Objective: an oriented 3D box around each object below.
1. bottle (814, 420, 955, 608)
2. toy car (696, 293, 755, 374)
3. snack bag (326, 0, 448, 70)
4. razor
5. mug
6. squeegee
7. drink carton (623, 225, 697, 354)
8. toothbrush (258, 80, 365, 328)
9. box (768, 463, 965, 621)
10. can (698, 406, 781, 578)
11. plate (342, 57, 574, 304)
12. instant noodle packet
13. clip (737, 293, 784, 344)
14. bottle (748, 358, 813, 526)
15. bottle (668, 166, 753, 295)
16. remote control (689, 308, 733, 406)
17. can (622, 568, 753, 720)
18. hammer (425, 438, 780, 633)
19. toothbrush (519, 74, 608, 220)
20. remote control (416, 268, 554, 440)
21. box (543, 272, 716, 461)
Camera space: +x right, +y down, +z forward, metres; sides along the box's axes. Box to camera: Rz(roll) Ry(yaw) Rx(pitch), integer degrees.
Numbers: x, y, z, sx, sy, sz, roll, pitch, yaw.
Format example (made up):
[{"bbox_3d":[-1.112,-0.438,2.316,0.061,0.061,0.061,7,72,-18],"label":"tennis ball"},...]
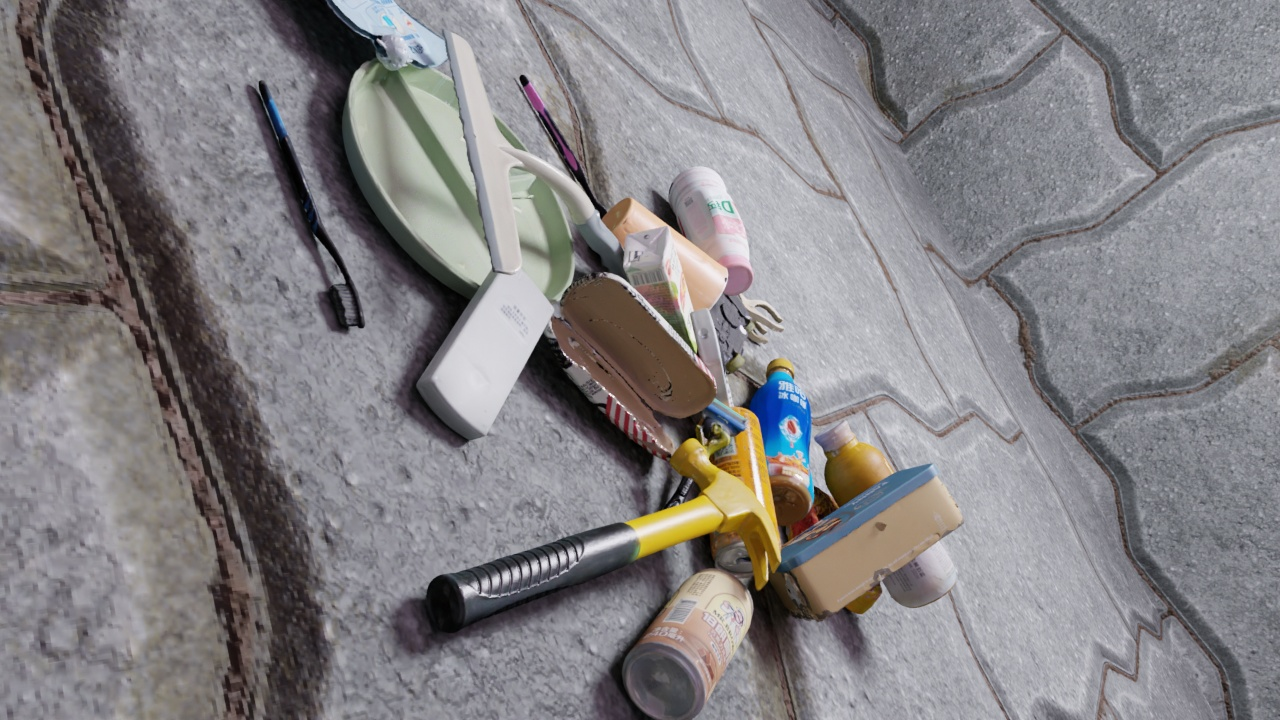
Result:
[{"bbox_3d":[0.235,0.148,0.899,0.189,0.068,0.067,59,28,4],"label":"bottle"},{"bbox_3d":[0.082,-0.035,0.960,0.070,0.042,0.157,52,29,-11],"label":"toy car"},{"bbox_3d":[-0.232,-0.294,0.701,0.191,0.039,0.110,44,16,-12],"label":"snack bag"},{"bbox_3d":[0.046,0.091,0.763,0.042,0.022,0.142,31,50,2],"label":"razor"},{"bbox_3d":[0.015,-0.097,0.889,0.122,0.078,0.078,38,33,-22],"label":"mug"},{"bbox_3d":[-0.057,-0.123,0.758,0.246,0.039,0.246,39,29,-54],"label":"squeegee"},{"bbox_3d":[0.018,-0.055,0.830,0.053,0.045,0.123,-84,161,-47],"label":"drink carton"},{"bbox_3d":[-0.213,-0.102,0.583,0.016,0.014,0.189,-16,73,-37],"label":"toothbrush"},{"bbox_3d":[0.199,0.156,0.809,0.184,0.090,0.062,-31,85,-18],"label":"box"},{"bbox_3d":[0.084,0.111,0.797,0.058,0.058,0.145,36,34,-35],"label":"can"},{"bbox_3d":[-0.139,-0.136,0.722,0.230,0.028,0.229,39,33,-31],"label":"plate"},{"bbox_3d":[0.194,0.185,0.918,0.128,0.044,0.110,36,38,-36],"label":"instant noodle packet"},{"bbox_3d":[0.121,-0.058,1.065,0.100,0.035,0.072,31,37,-27],"label":"clip"},{"bbox_3d":[0.139,0.070,0.923,0.065,0.065,0.218,46,29,-22],"label":"bottle"},{"bbox_3d":[0.079,-0.141,1.005,0.068,0.068,0.196,38,23,-33],"label":"bottle"},{"bbox_3d":[0.069,0.014,0.838,0.150,0.021,0.058,72,5,-58],"label":"remote control"},{"bbox_3d":[0.035,0.193,0.632,0.058,0.059,0.116,58,27,0],"label":"can"},{"bbox_3d":[-0.011,0.122,0.608,0.300,0.033,0.129,-6,43,-50],"label":"hammer"},{"bbox_3d":[-0.072,-0.207,0.920,0.189,0.014,0.017,60,18,5],"label":"toothbrush"},{"bbox_3d":[-0.103,-0.010,0.627,0.056,0.019,0.134,50,41,-27],"label":"remote control"},{"bbox_3d":[-0.004,0.003,0.735,0.162,0.086,0.075,44,8,-25],"label":"box"}]
